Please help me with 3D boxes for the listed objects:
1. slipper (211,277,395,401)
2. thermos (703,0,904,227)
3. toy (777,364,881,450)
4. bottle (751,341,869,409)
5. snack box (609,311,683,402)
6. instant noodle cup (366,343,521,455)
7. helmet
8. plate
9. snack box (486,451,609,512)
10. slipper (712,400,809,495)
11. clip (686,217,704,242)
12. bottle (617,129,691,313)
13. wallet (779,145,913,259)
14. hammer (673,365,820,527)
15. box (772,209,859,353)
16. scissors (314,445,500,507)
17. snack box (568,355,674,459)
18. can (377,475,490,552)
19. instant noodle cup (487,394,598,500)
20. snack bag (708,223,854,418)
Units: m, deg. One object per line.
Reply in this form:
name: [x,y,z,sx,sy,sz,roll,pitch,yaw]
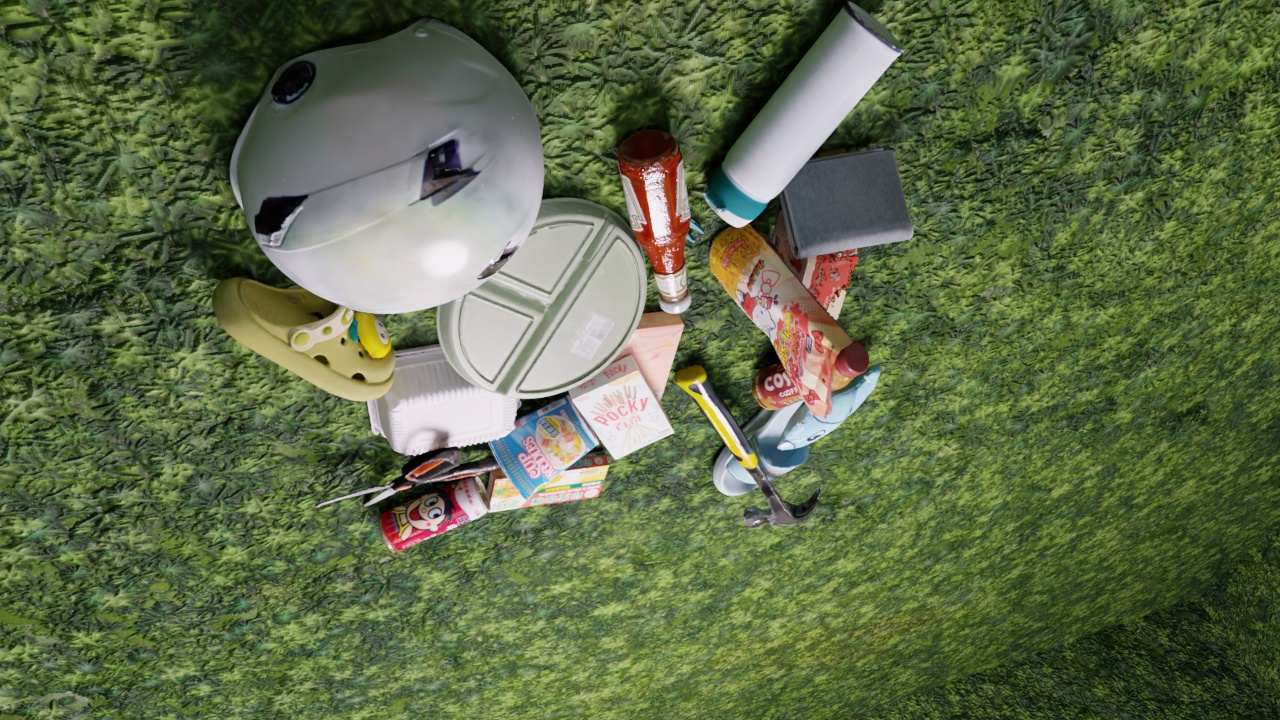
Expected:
slipper: [-0.295,-0.030,0.848,0.082,0.091,0.190,-40,136,18]
thermos: [0.145,-0.221,0.861,0.073,0.073,0.225,13,131,-38]
toy: [0.246,0.062,1.193,0.162,0.050,0.156,-47,157,19]
bottle: [0.208,0.017,1.131,0.057,0.057,0.175,1,165,-29]
snack box: [-0.006,0.006,1.091,0.084,0.026,0.158,-7,140,-20]
instant noodle cup: [-0.209,0.046,1.008,0.173,0.060,0.138,-11,141,-18]
helmet: [-0.193,-0.124,0.736,0.259,0.145,0.229,-24,143,1]
plate: [-0.092,-0.054,0.926,0.229,0.027,0.231,-17,131,-21]
snack box: [-0.124,0.160,1.216,0.155,0.027,0.077,-5,141,-22]
slipper: [0.198,0.115,1.292,0.104,0.074,0.246,7,132,-35]
clip: [0.045,-0.140,0.949,0.046,0.014,0.057,-41,138,19]
bottle: [0.022,-0.128,0.903,0.059,0.059,0.206,-19,138,-5]
wallet: [0.206,-0.165,0.941,0.129,0.106,0.037,-11,175,-13]
hammer: [0.140,0.122,1.222,0.126,0.031,0.323,-11,132,31]
box: [0.192,-0.087,1.027,0.077,0.091,0.169,-11,141,-12]
scissors: [-0.261,0.140,1.073,0.229,0.021,0.221,-11,166,-28]
snack box: [-0.021,0.059,1.104,0.085,0.026,0.157,-25,143,4]
can: [-0.261,0.194,1.165,0.133,0.053,0.053,-23,143,-1]
instant noodle cup: [-0.114,0.097,1.100,0.110,0.099,0.099,-32,143,-1]
snack bag: [0.148,-0.050,0.954,0.073,0.207,0.129,-18,144,-15]
